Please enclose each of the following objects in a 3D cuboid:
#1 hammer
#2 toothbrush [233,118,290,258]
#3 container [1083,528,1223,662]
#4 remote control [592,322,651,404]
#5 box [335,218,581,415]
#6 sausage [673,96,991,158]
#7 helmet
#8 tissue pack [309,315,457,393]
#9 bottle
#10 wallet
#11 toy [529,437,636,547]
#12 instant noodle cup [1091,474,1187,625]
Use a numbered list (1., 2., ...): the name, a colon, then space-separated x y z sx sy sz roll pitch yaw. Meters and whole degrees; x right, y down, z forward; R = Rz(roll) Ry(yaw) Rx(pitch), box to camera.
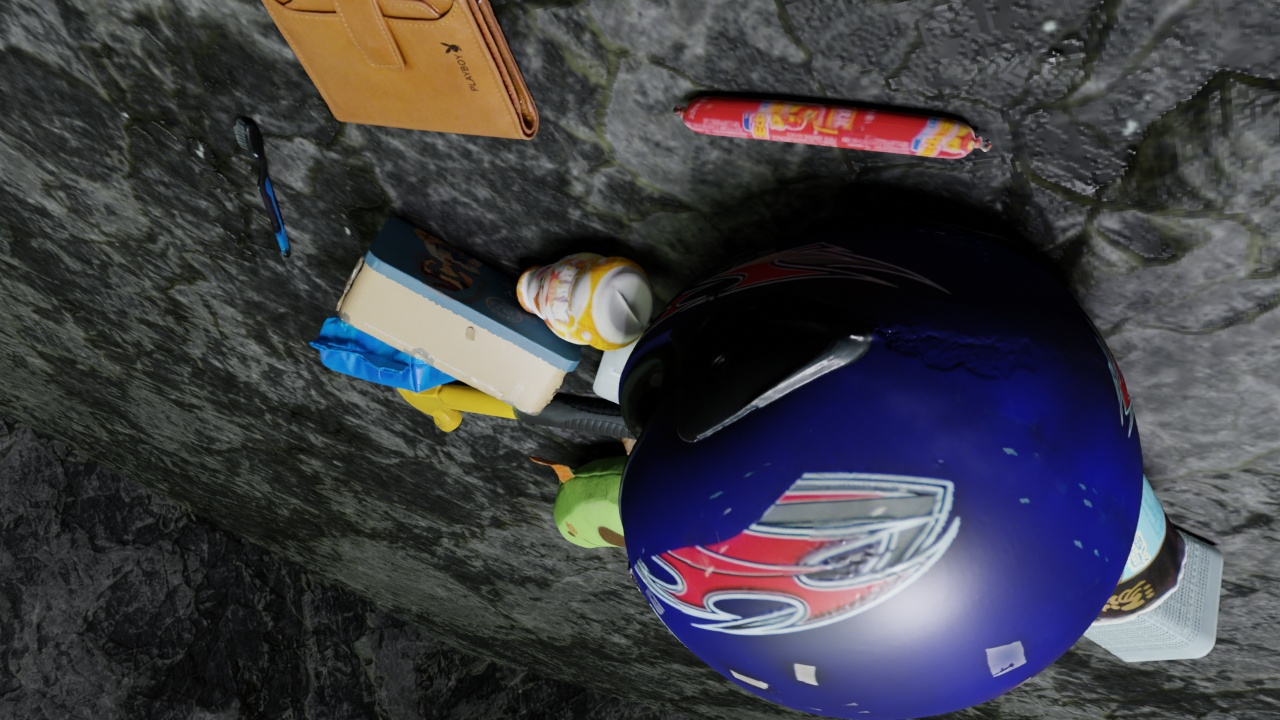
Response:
1. hammer: -0.116 0.045 0.899 0.301 0.032 0.129 6 152 29
2. toothbrush: -0.291 -0.128 0.715 0.016 0.014 0.190 23 155 -2
3. container: 0.364 0.166 0.707 0.111 0.089 0.090 28 153 -8
4. remote control: -0.004 0.004 0.747 0.056 0.020 0.136 20 154 -1
5. box: -0.124 -0.029 0.681 0.184 0.089 0.062 26 115 -16
6. sausage: 0.089 -0.115 0.446 0.156 0.020 0.020 11 153 20
7. helmet: 0.103 0.071 0.517 0.316 0.239 0.247 -13 131 43
8. tissue pack: -0.184 -0.017 0.753 0.095 0.052 0.156 12 -167 19
9. bottle: -0.042 -0.044 0.635 0.108 0.063 0.063 14 157 48
10. wallet: -0.130 -0.166 0.501 0.132 0.031 0.108 11 154 18
11. toy: -0.016 0.151 0.965 0.227 0.089 0.247 37 148 -16
12. instant noodle cup: 0.295 0.100 0.619 0.111 0.111 0.120 -3 138 41
